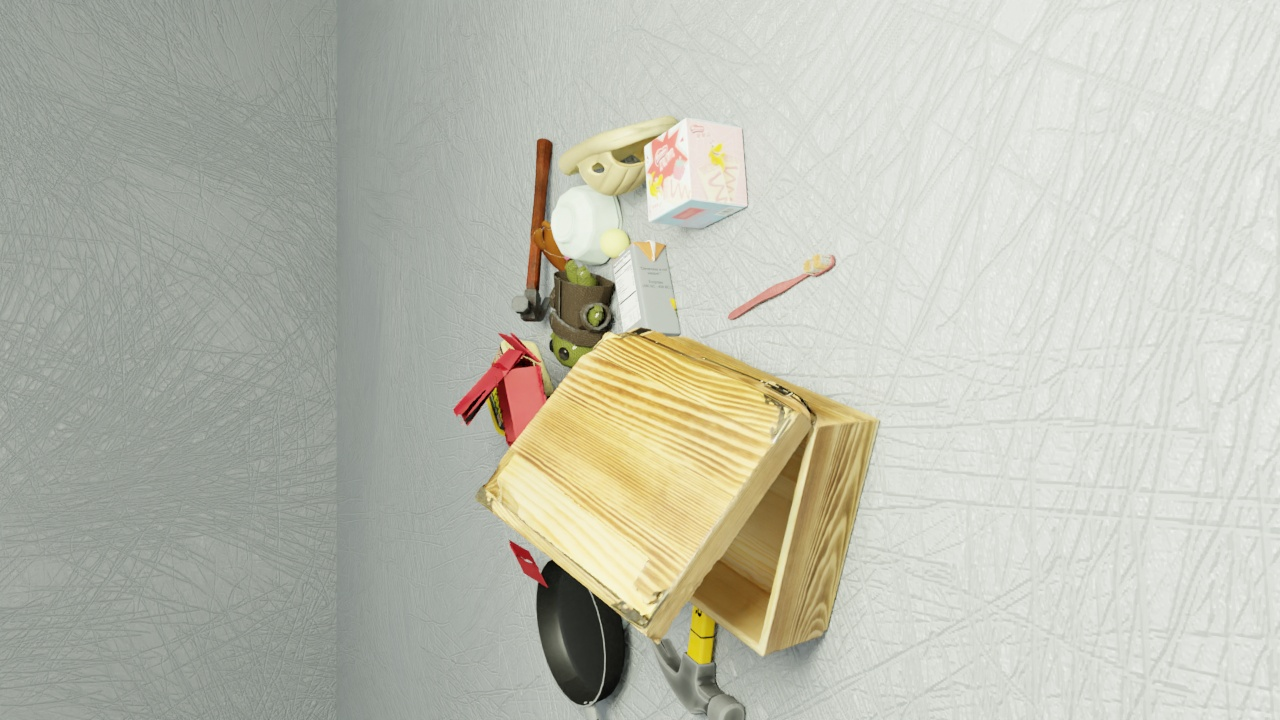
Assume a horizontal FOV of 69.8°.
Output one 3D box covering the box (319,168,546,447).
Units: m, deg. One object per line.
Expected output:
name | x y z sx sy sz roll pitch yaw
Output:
box | -0.258 -0.067 1.293 0.467 0.138 0.215 62 170 -10

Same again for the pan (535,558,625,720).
pan | -0.068 0.443 1.256 0.205 0.044 0.355 -33 67 55

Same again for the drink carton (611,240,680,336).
drink carton | 0.006 -0.082 1.164 0.076 0.048 0.124 -36 58 55

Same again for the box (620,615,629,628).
box | -0.058 0.285 1.282 0.210 0.037 0.189 -61 37 42

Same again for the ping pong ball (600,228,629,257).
ping pong ball | -0.035 -0.160 1.248 0.040 0.040 0.040 -4 85 61

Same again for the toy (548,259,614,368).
toy | -0.089 -0.062 1.300 0.179 0.078 0.153 32 120 54

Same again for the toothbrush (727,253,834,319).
toothbrush | 0.140 -0.074 0.963 0.185 0.015 0.015 -31 56 58

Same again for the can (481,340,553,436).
can | -0.201 0.044 1.507 0.101 0.072 0.130 -61 40 36

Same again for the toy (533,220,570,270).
toy | -0.108 -0.177 1.387 0.090 0.070 0.103 -40 77 38

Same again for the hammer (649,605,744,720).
hammer | 0.076 0.243 1.052 0.170 0.034 0.324 19 104 61

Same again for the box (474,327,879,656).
box | 0.026 0.102 0.875 0.279 0.263 0.270 27 110 48

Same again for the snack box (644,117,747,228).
snack box | 0.061 -0.210 1.040 0.093 0.079 0.094 -15 75 59

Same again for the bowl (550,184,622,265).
bowl | -0.086 -0.193 1.294 0.118 0.061 0.117 5 97 48

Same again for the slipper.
slipper | -0.027 -0.257 1.194 0.262 0.111 0.079 6 116 64

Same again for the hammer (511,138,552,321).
hammer | -0.163 -0.207 1.449 0.111 0.028 0.300 49 -137 -73
